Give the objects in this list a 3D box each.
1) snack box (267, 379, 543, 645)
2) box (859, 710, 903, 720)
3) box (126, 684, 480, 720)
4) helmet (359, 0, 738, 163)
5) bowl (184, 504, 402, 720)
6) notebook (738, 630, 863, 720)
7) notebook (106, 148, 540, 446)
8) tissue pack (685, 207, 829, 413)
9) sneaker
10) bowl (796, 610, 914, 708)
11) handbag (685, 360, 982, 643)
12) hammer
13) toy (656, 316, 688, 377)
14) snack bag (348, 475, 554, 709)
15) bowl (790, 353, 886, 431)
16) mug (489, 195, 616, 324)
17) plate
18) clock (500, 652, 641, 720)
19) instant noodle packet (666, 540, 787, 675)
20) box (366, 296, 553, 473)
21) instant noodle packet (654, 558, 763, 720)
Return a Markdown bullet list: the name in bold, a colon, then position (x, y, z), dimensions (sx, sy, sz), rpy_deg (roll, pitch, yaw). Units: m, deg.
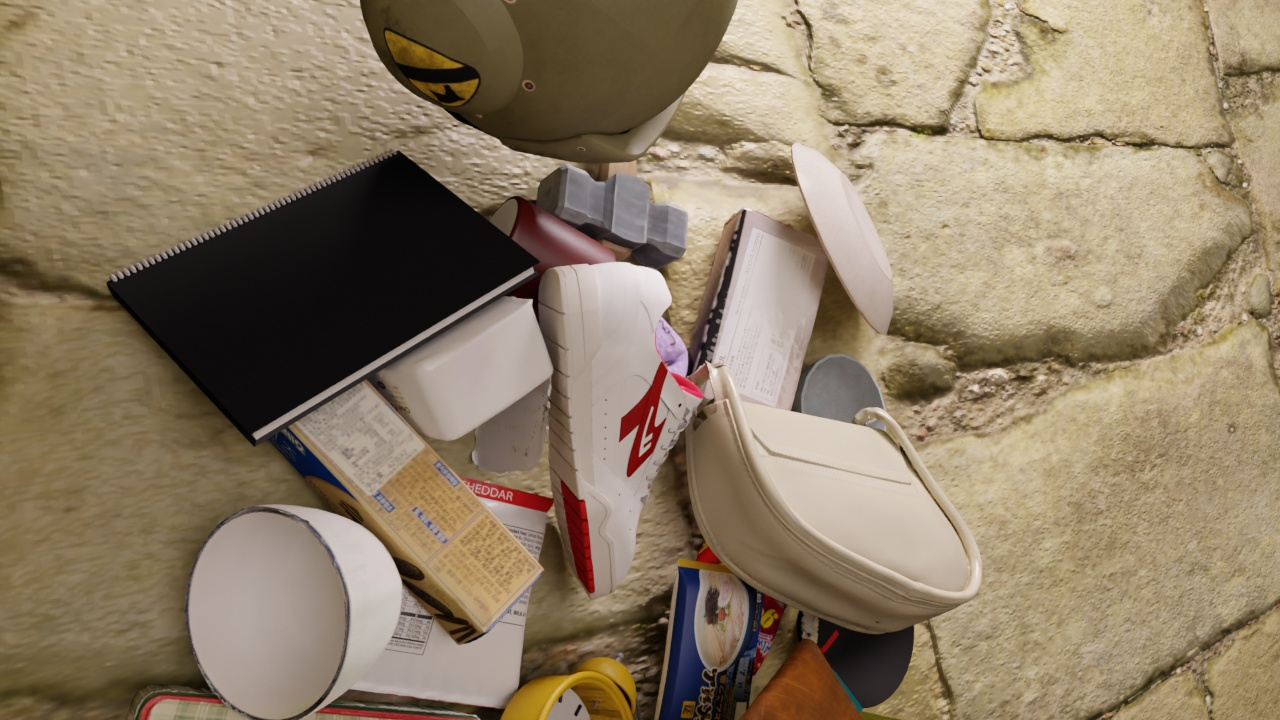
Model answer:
- **snack box**: position (-0.154, 0.078, 0.560), dimensions (0.207, 0.057, 0.056), rpy_deg (47, 57, 1)
- **box**: position (0.090, 0.330, 0.669), dimensions (0.220, 0.125, 0.082), rpy_deg (-16, 93, -34)
- **box**: position (-0.196, 0.256, 0.532), dimensions (0.205, 0.050, 0.117), rpy_deg (19, 70, -29)
- **helmet**: position (-0.058, -0.240, 0.580), dimensions (0.233, 0.256, 0.249), rpy_deg (33, 66, -22)
- **bowl**: position (-0.186, 0.136, 0.512), dimensions (0.065, 0.116, 0.116), rpy_deg (4, 77, -66)
- **notebook**: position (0.089, 0.321, 0.586), dimensions (0.248, 0.014, 0.178), rpy_deg (-40, 106, -32)
- **notebook**: position (-0.188, -0.052, 0.563), dimensions (0.149, 0.016, 0.206), rpy_deg (39, 54, 21)
- **tissue pack**: position (0.098, -0.027, 0.784), dimensions (0.104, 0.071, 0.181), rpy_deg (21, 68, -14)
- **sneaker**: position (-0.007, 0.049, 0.636), dimensions (0.104, 0.090, 0.237), rpy_deg (-7, 102, -18)
- **bowl**: position (0.172, 0.228, 0.785), dimensions (0.124, 0.053, 0.124), rpy_deg (7, 77, -33)
- **handbag**: position (0.127, 0.113, 0.701), dimensions (0.228, 0.132, 0.183), rpy_deg (16, 51, -35)
- **hammer**: position (-0.013, -0.236, 0.753), dimensions (0.117, 0.051, 0.322), rpy_deg (14, 71, -32)
- **toy**: position (-0.004, 0.004, 0.717), dimensions (0.080, 0.037, 0.099), rpy_deg (44, 59, -15)
- **snack bag**: position (-0.127, 0.147, 0.603), dimensions (0.130, 0.039, 0.143), rpy_deg (18, 70, -25)
- **bowl**: position (0.170, 0.049, 0.826), dimensions (0.106, 0.039, 0.106), rpy_deg (7, 77, -33)
- **mug**: position (-0.078, -0.052, 0.659), dimensions (0.082, 0.073, 0.105), rpy_deg (28, 79, -27)
- **plate**: position (0.190, -0.113, 0.819), dimensions (0.189, 0.027, 0.188), rpy_deg (47, 29, -36)
- **clock**: position (-0.041, 0.265, 0.618), dimensions (0.151, 0.052, 0.113), rpy_deg (-5, 83, -58)
- **instant noodle packet**: position (0.084, 0.179, 0.744), dimensions (0.098, 0.040, 0.135), rpy_deg (44, 62, -25)
- **box**: position (-0.110, 0.032, 0.606), dimensions (0.102, 0.110, 0.130), rpy_deg (-35, 120, -36)
- **instant noodle packet**: position (0.051, 0.220, 0.681), dimensions (0.087, 0.026, 0.134), rpy_deg (17, 77, -35)
